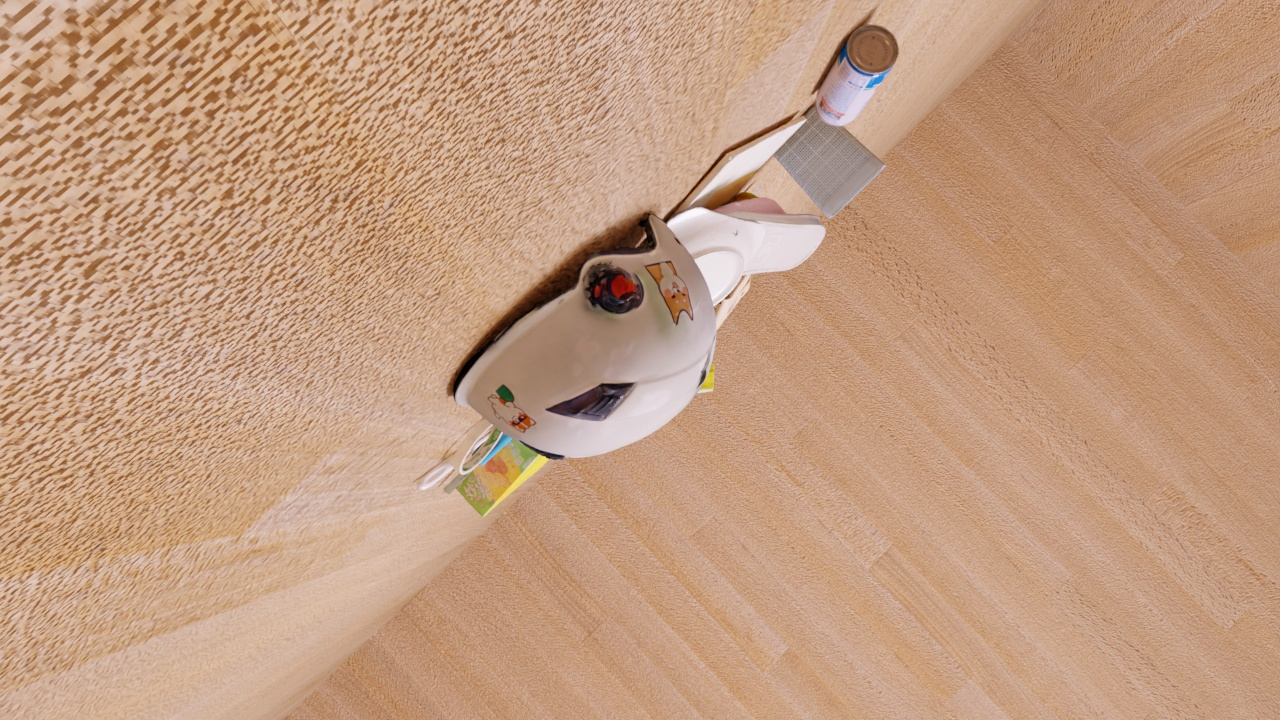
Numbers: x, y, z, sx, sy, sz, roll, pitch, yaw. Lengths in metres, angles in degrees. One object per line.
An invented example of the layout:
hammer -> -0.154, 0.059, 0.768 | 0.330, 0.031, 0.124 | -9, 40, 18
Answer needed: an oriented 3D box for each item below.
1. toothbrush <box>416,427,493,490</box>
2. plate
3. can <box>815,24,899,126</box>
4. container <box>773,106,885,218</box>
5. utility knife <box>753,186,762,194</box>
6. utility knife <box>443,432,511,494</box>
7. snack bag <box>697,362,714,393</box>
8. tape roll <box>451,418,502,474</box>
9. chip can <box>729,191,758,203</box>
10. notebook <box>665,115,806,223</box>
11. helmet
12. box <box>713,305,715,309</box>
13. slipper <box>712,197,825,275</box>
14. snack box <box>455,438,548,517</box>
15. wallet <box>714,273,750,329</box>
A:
toothbrush -> -0.225, 0.119, 1.165 | 0.016, 0.016, 0.179 | -39, 180, 36
plate -> 0.059, -0.094, 1.024 | 0.164, 0.034, 0.164 | 4, 138, -45
can -> 0.226, -0.298, 0.972 | 0.053, 0.053, 0.135 | -43, 176, -9
container -> 0.229, -0.247, 1.130 | 0.090, 0.111, 0.089 | -45, 177, 20
utility knife -> 0.092, -0.166, 1.290 | 0.217, 0.022, 0.030 | -38, 180, 24
utility knife -> -0.205, 0.117, 1.260 | 0.219, 0.034, 0.018 | -43, 138, 22
snack bag -> -0.007, 0.007, 1.131 | 0.158, 0.068, 0.246 | -9, -174, -6
tape roll -> -0.199, 0.103, 1.134 | 0.085, 0.014, 0.086 | -51, 169, -14
chip can -> 0.080, -0.129, 1.183 | 0.213, 0.072, 0.072 | -42, 176, -19
notebook -> 0.099, -0.202, 1.023 | 0.146, 0.010, 0.205 | -45, 176, 39
helmet -> -0.027, 0.002, 0.870 | 0.273, 0.157, 0.231 | -40, 174, -43
box -> 0.051, -0.067, 1.428 | 0.062, 0.090, 0.183 | -53, 171, 28
slipper -> 0.122, -0.147, 1.107 | 0.273, 0.054, 0.114 | -11, 144, -41
snack box -> -0.173, 0.128, 1.385 | 0.157, 0.070, 0.211 | -39, 175, -48
wallet -> 0.143, -0.099, 1.420 | 0.087, 0.024, 0.115 | -52, 170, -22
